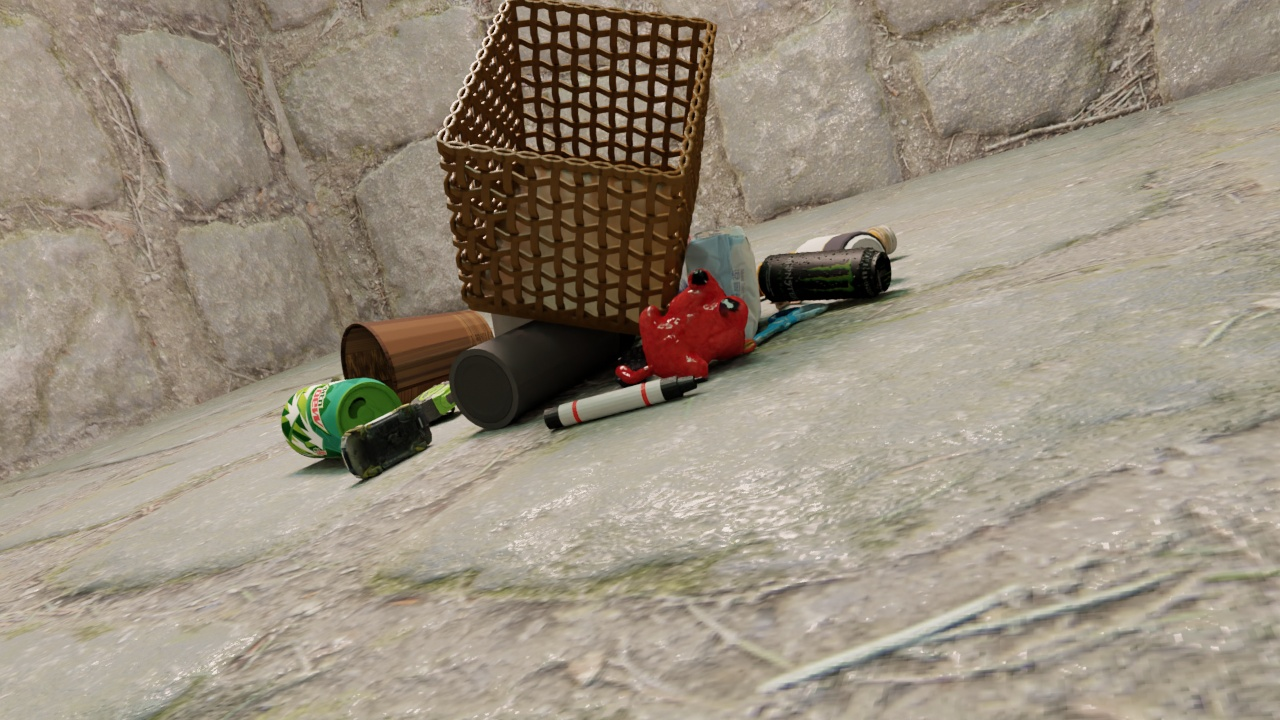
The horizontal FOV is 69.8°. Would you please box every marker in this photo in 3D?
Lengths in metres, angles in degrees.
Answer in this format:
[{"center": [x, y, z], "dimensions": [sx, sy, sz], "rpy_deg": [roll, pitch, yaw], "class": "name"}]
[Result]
[{"center": [-0.013, 0.033, 0.780], "dimensions": [0.146, 0.019, 0.019], "rpy_deg": [-15, 9, 17], "class": "marker"}]

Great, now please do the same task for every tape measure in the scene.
[{"center": [-0.235, 0.052, 1.056], "dimensions": [0.059, 0.036, 0.065], "rpy_deg": [-27, 12, 3], "class": "tape measure"}]

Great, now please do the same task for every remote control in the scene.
[{"center": [-0.006, 0.006, 0.949], "dimensions": [0.032, 0.015, 0.136], "rpy_deg": [-17, 12, 6], "class": "remote control"}]

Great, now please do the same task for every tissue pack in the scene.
[{"center": [0.091, -0.084, 0.987], "dimensions": [0.070, 0.112, 0.181], "rpy_deg": [-8, 10, 8], "class": "tissue pack"}]

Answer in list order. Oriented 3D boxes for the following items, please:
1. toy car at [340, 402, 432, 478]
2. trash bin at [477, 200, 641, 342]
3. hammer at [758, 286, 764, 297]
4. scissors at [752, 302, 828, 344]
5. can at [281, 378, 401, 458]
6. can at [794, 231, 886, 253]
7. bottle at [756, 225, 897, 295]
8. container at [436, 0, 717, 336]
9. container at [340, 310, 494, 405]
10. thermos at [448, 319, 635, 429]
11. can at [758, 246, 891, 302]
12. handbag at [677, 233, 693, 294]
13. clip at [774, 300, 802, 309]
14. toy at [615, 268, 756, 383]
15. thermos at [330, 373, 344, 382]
[{"center": [-0.246, 0.076, 0.880], "dimensions": [0.033, 0.048, 0.105], "rpy_deg": [-11, 11, 32], "class": "toy car"}, {"center": [-0.116, -0.119, 1.212], "dimensions": [0.197, 0.220, 0.197], "rpy_deg": [-14, 8, 0], "class": "trash bin"}, {"center": [0.145, -0.089, 1.190], "dimensions": [0.300, 0.028, 0.111], "rpy_deg": [-21, 10, -20], "class": "hammer"}, {"center": [0.145, -0.037, 0.937], "dimensions": [0.066, 0.015, 0.134], "rpy_deg": [-8, 15, 33], "class": "scissors"}, {"center": [-0.322, 0.064, 0.990], "dimensions": [0.082, 0.083, 0.144], "rpy_deg": [-26, 12, -40], "class": "can"}, {"center": [0.223, -0.111, 1.052], "dimensions": [0.064, 0.064, 0.127], "rpy_deg": [-21, 9, -18], "class": "can"}, {"center": [0.237, -0.126, 1.153], "dimensions": [0.185, 0.053, 0.053], "rpy_deg": [-21, 9, -19], "class": "bottle"}, {"center": [-0.054, -0.196, 0.937], "dimensions": [0.219, 0.215, 0.250], "rpy_deg": [9, 52, 4], "class": "container"}, {"center": [-0.287, -0.001, 1.213], "dimensions": [0.166, 0.132, 0.132], "rpy_deg": [-18, 7, -42], "class": "container"}, {"center": [-0.096, -0.006, 0.980], "dimensions": [0.082, 0.082, 0.239], "rpy_deg": [-12, 10, 31], "class": "thermos"}, {"center": [0.192, -0.090, 0.973], "dimensions": [0.138, 0.054, 0.053], "rpy_deg": [0, 18, 39], "class": "can"}, {"center": [-0.003, -0.137, 1.113], "dimensions": [0.144, 0.170, 0.068], "rpy_deg": [-24, 4, -15], "class": "handbag"}, {"center": [0.165, -0.072, 1.070], "dimensions": [0.039, 0.024, 0.060], "rpy_deg": [-16, -1, -9], "class": "clip"}, {"center": [0.044, -0.009, 0.851], "dimensions": [0.133, 0.088, 0.094], "rpy_deg": [-36, -25, 3], "class": "toy"}, {"center": [-0.327, 0.016, 1.308], "dimensions": [0.230, 0.082, 0.082], "rpy_deg": [-25, 12, -38], "class": "thermos"}]
